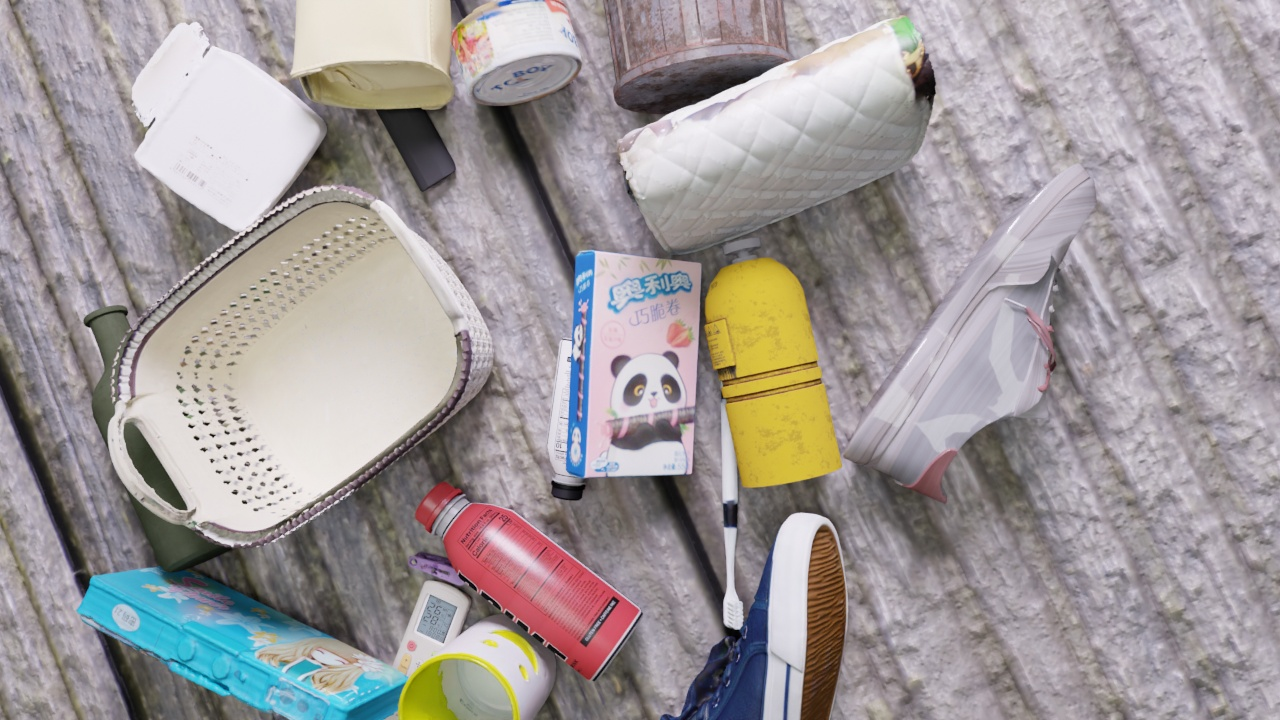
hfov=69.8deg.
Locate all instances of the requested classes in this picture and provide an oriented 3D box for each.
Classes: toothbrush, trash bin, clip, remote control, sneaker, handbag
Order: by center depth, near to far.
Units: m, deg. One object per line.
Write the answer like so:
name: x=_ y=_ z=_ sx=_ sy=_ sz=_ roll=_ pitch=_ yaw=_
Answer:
sneaker: x=0.233 y=-0.009 z=0.593 sx=0.089 sy=0.099 sz=0.236 roll=35 pitch=103 yaw=9
handbag: x=0.086 y=-0.143 z=0.597 sx=0.195 sy=0.139 sz=0.072 roll=-22 pitch=79 yaw=7
trash bin: x=0.028 y=-0.287 z=0.610 sx=0.131 sy=0.130 sz=0.211 roll=-8 pitch=90 yaw=9
sneaker: x=0.059 y=0.239 z=0.628 sx=0.127 sy=0.120 sz=0.294 roll=14 pitch=96 yaw=29
toothbrush: x=0.066 y=0.100 z=0.659 sx=0.012 sy=0.017 sz=0.187 roll=-1 pitch=90 yaw=-22
handbag: x=-0.192 y=-0.250 z=0.662 sx=0.111 sy=0.081 sz=0.119 roll=-3 pitch=83 yaw=1
clip: x=-0.150 y=0.156 z=0.692 sx=0.051 sy=0.033 sz=0.013 roll=13 pitch=93 yaw=10
remote control: x=-0.166 y=0.228 z=0.698 sx=0.038 sy=0.018 sz=0.125 roll=22 pitch=93 yaw=9
remote control: x=-0.188 y=-0.197 z=0.702 sx=0.033 sy=0.015 sz=0.147 roll=-30 pitch=85 yaw=8

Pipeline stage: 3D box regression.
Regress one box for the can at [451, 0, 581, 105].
can: x=-0.087 y=-0.218 z=0.650 sx=0.086 sy=0.086 sz=0.043 roll=-17 pitch=87 yaw=9

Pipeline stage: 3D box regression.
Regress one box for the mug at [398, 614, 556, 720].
mug: x=-0.111 y=0.231 z=0.644 sx=0.082 sy=0.106 sz=0.082 roll=0 pitch=90 yaw=9

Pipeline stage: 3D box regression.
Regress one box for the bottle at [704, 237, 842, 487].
bottle: x=0.085 y=-0.001 z=0.628 sx=0.071 sy=0.071 sz=0.164 roll=-12 pitch=88 yaw=9

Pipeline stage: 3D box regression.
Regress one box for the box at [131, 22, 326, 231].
box: x=-0.331 y=-0.188 z=0.693 sx=0.189 sy=0.101 sz=0.111 roll=41 pitch=94 yaw=2

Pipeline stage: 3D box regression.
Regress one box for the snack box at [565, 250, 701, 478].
snack box: x=-0.004 y=0.004 z=0.641 sx=0.087 sy=0.033 sz=0.154 roll=2 pitch=91 yaw=-30

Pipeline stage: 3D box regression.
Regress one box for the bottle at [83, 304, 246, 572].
bottle: x=-0.370 y=0.056 z=0.705 sx=0.071 sy=0.071 sz=0.206 roll=-27 pitch=86 yaw=8

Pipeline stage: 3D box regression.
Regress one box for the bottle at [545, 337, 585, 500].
bottle: x=-0.046 y=0.043 z=0.666 sx=0.041 sy=0.041 sz=0.116 roll=8 pitch=91 yaw=9

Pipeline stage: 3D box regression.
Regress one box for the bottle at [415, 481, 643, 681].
bottle: x=-0.085 y=0.153 z=0.662 sx=0.176 sy=0.062 sz=0.062 roll=36 pitch=95 yaw=8

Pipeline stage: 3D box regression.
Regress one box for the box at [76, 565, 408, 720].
box: x=-0.289 y=0.210 z=0.671 sx=0.227 sy=0.094 sz=0.039 roll=20 pitch=90 yaw=14

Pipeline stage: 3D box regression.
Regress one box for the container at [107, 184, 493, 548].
container: x=-0.223 y=0.006 z=0.645 sx=0.252 sy=0.143 sz=0.184 roll=-36 pitch=83 yaw=8
